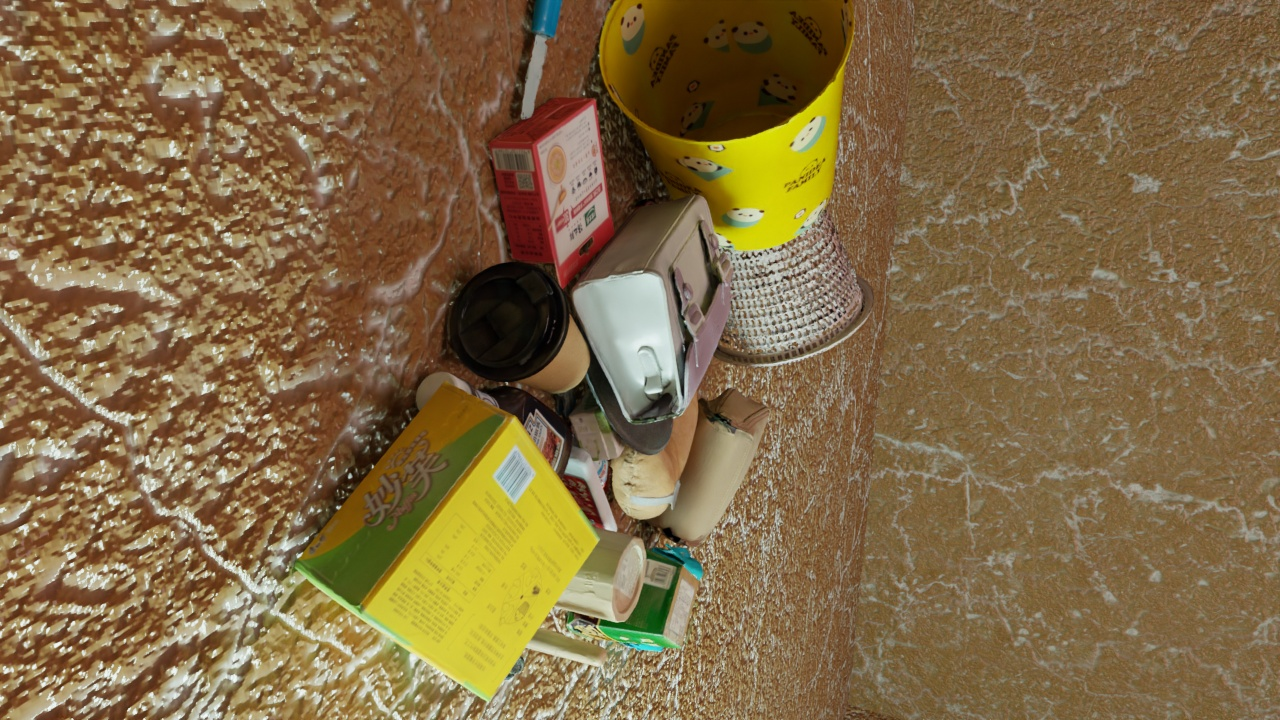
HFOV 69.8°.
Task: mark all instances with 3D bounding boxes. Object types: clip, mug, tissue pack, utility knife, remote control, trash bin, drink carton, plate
[{"bbox_3d":[-0.071,0.028,0.867,0.057,0.032,0.025,83,29,-42],"label":"clip"},{"bbox_3d":[-0.063,0.209,0.841,0.084,0.104,0.124,62,42,-55],"label":"mug"},{"bbox_3d":[0.022,0.285,1.109,0.133,0.050,0.093,-60,153,-8],"label":"tissue pack"},{"bbox_3d":[-0.074,-0.295,0.739,0.034,0.018,0.214,23,76,-69],"label":"utility knife"},{"bbox_3d":[-0.061,0.127,0.879,0.020,0.056,0.136,-61,150,-35],"label":"remote control"},{"bbox_3d":[0.102,-0.250,0.932,0.255,0.230,0.229,56,47,-66],"label":"trash bin"},{"bbox_3d":[-0.030,0.049,0.915,0.122,0.046,0.053,-57,134,-61],"label":"drink carton"},{"bbox_3d":[0.159,-0.132,1.143,0.226,0.228,0.192,-57,135,-45],"label":"trash bin"},{"bbox_3d":[-0.005,0.005,0.909,0.179,0.024,0.179,48,30,-40],"label":"plate"}]

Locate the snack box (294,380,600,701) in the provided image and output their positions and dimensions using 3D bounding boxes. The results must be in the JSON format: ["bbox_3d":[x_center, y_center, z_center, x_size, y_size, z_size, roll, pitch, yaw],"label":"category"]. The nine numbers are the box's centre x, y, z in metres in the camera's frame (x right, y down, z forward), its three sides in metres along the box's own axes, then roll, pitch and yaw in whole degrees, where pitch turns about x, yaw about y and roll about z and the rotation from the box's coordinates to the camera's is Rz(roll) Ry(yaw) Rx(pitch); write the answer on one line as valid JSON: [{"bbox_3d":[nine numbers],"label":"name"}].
[{"bbox_3d":[-0.126,0.138,0.665,0.157,0.070,0.210,-54,149,-21],"label":"snack box"}]

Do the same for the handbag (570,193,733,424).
[{"bbox_3d":[0.025,-0.053,0.848,0.196,0.099,0.145,-60,139,-56],"label":"handbag"}]

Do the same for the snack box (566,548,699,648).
[{"bbox_3d":[-0.001,0.257,1.006,0.117,0.106,0.118,55,48,-59],"label":"snack box"}]

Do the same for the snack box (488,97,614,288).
[{"bbox_3d":[-0.071,-0.142,0.771,0.113,0.044,0.127,-54,144,-49],"label":"snack box"}]

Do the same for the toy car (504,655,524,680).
[{"bbox_3d":[-0.120,0.231,0.797,0.034,0.043,0.090,10,86,-40],"label":"toy car"}]

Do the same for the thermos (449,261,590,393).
[{"bbox_3d":[-0.087,-0.018,0.729,0.143,0.093,0.093,46,56,-71],"label":"thermos"}]

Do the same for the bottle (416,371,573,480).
[{"bbox_3d":[-0.115,0.057,0.742,0.195,0.044,0.079,47,58,-61],"label":"bottle"}]

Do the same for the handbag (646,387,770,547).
[{"bbox_3d":[0.080,0.133,1.147,0.204,0.100,0.147,-66,164,8],"label":"handbag"}]

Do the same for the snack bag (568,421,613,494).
[{"bbox_3d":[-0.054,0.100,0.921,0.105,0.026,0.045,52,38,-57],"label":"snack bag"}]

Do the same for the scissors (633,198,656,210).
[{"bbox_3d":[0.004,-0.087,0.941,0.226,0.015,0.189,17,63,-61],"label":"scissors"}]

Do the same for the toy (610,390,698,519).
[{"bbox_3d":[0.027,0.076,1.041,0.144,0.082,0.225,100,12,-47],"label":"toy"}]
